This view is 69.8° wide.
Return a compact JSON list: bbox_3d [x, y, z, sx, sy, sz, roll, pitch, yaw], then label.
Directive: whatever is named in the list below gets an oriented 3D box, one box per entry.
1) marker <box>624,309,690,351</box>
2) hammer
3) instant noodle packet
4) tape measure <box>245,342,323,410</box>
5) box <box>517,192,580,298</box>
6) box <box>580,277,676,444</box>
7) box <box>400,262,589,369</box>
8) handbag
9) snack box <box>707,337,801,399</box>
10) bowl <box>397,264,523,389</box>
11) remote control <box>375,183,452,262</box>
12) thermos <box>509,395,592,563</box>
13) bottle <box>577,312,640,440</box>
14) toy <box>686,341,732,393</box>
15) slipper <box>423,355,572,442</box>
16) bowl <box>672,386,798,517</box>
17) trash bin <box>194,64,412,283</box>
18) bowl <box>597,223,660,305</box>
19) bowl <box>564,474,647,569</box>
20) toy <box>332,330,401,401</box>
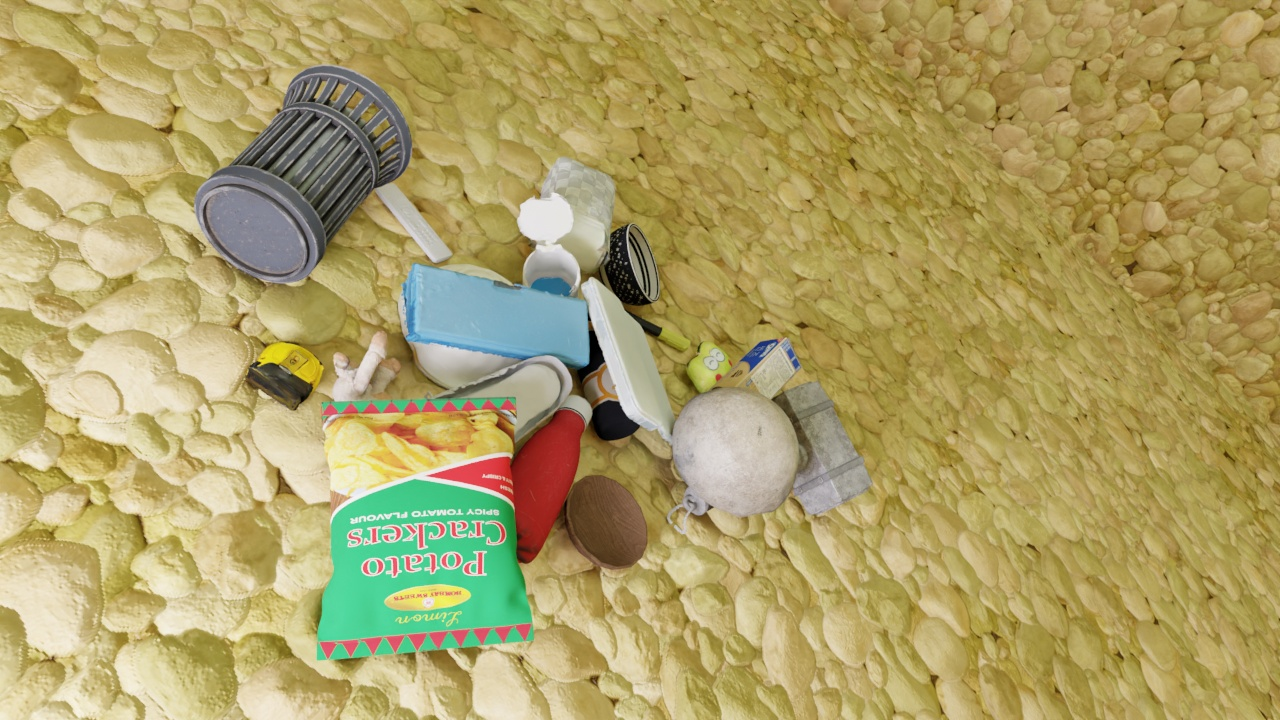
[{"bbox_3d":[0.017,-0.046,1.353,0.123,0.018,0.021,25,42,-19],"label":"marker"},{"bbox_3d":[0.160,0.152,1.248,0.325,0.080,0.177,-17,75,-36],"label":"hammer"},{"bbox_3d":[-0.211,0.154,0.897,0.195,0.090,0.252,-1,65,-15],"label":"instant noodle packet"},{"bbox_3d":[-0.369,0.011,0.961,0.065,0.037,0.064,38,40,-7],"label":"tape measure"},{"bbox_3d":[-0.122,-0.134,1.215,0.080,0.106,0.150,-2,77,-7],"label":"box"},{"bbox_3d":[-0.006,0.006,1.206,0.188,0.037,0.208,36,31,-57],"label":"box"},{"bbox_3d":[-0.169,-0.046,1.092,0.231,0.053,0.093,10,66,-35],"label":"box"},{"bbox_3d":[-0.098,-0.200,1.315,0.112,0.124,0.171,19,49,-15],"label":"handbag"},{"bbox_3d":[0.146,0.043,1.303,0.206,0.057,0.056,-40,108,-35],"label":"snack box"},{"bbox_3d":[-0.202,-0.056,1.145,0.188,0.060,0.218,35,41,-10],"label":"bowl"},{"bbox_3d":[-0.300,-0.181,1.210,0.131,0.012,0.033,50,37,8],"label":"remote control"},{"bbox_3d":[-0.110,0.124,1.051,0.073,0.073,0.239,36,39,-9],"label":"thermos"},{"bbox_3d":[-0.052,0.014,1.208,0.059,0.059,0.181,6,52,-37],"label":"bottle"},{"bbox_3d":[0.118,0.029,1.351,0.115,0.046,0.091,47,41,-9],"label":"toy"},{"bbox_3d":[-0.187,0.067,1.035,0.246,0.075,0.112,-30,71,-39],"label":"slipper"},{"bbox_3d":[0.136,0.103,1.174,0.178,0.081,0.178,11,59,-19],"label":"bowl"},{"bbox_3d":[-0.386,-0.209,1.052,0.164,0.165,0.226,32,44,-14],"label":"trash bin"},{"bbox_3d":[-0.024,-0.134,1.348,0.120,0.066,0.120,-15,90,-72],"label":"bowl"},{"bbox_3d":[-0.046,0.193,1.072,0.117,0.030,0.117,26,44,-29],"label":"bowl"},{"bbox_3d":[-0.290,0.032,0.980,0.074,0.085,0.105,-3,65,-16],"label":"toy"}]
